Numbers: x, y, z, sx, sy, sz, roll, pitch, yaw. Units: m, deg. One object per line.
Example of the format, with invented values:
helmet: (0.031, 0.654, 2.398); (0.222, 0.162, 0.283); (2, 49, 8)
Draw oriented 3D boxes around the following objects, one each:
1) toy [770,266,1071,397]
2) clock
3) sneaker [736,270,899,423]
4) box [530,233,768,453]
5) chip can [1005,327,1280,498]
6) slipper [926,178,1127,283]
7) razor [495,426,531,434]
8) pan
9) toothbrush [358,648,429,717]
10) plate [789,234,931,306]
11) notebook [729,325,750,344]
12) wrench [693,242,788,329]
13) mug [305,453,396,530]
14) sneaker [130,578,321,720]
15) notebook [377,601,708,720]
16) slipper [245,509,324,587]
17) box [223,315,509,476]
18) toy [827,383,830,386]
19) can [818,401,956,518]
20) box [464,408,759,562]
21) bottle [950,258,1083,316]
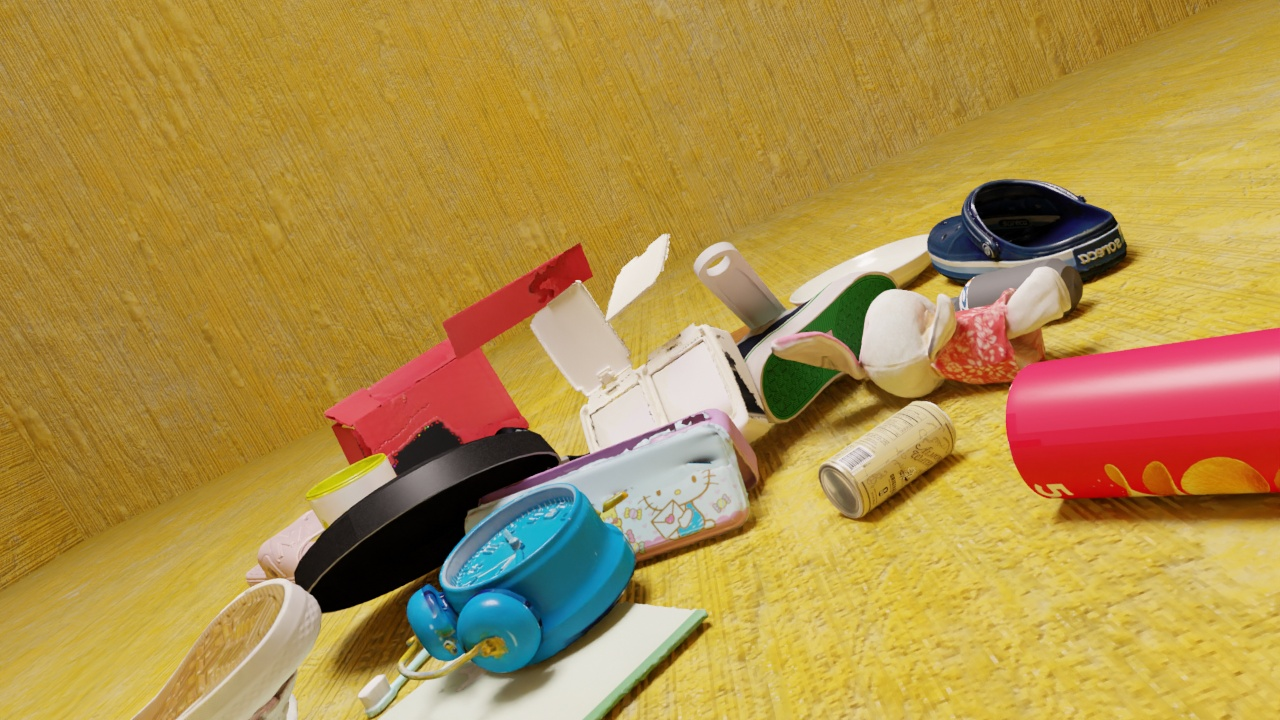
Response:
toy: (0.207, -0.016, 0.663); (0.158, 0.084, 0.195); (3, -13, -41)
clock: (-0.076, 0.138, 0.553); (0.117, 0.060, 0.161); (-13, 23, 45)
sneaker: (0.143, -0.017, 0.786); (0.079, 0.084, 0.234); (-1, 21, 47)
box: (-0.005, 0.004, 0.714); (0.144, 0.191, 0.068); (-36, -29, 26)
chip can: (0.263, 0.019, 0.364); (0.069, 0.069, 0.221); (-33, 11, -36)
slipper: (0.353, -0.126, 0.856); (0.105, 0.095, 0.253); (-29, 13, -3)
razor: (-0.140, 0.102, 1.070); (0.067, 0.054, 0.151); (2, -2, -6)
pan: (-0.117, 0.107, 0.771); (0.355, 0.034, 0.226); (-23, -19, -35)
toothbrush: (-0.139, 0.190, 0.657); (0.016, 0.016, 0.180); (-22, 9, 30)
plate: (0.266, -0.095, 1.078); (0.182, 0.034, 0.182); (-25, 9, 4)
notebook: (0.111, -0.006, 1.065); (0.178, 0.014, 0.249); (-27, 9, -9)
wrench: (0.117, -0.047, 0.798); (0.087, 0.018, 0.273); (-37, -29, 10)
mug: (-0.260, 0.155, 0.885); (0.082, 0.106, 0.082); (-25, 9, 4)
sneaker: (-0.248, 0.223, 0.553); (0.242, 0.088, 0.118); (-43, 24, 27)
notebook: (-0.100, 0.204, 0.489); (0.251, 0.010, 0.182); (-33, 12, -37)
slipper: (-0.380, 0.211, 1.031); (0.240, 0.064, 0.094); (-19, 11, 41)
box: (-0.363, 0.065, 1.226); (0.326, 0.153, 0.213); (13, 36, 33)
toy: (0.109, 0.030, 0.828); (0.105, 0.033, 0.085); (-26, 18, -20)
can: (0.148, 0.058, 0.547); (0.079, 0.038, 0.038); (-29, 10, -21)
box: (-0.024, 0.102, 0.653); (0.214, 0.077, 0.096); (-22, 11, 19)
bottle: (0.291, -0.050, 0.729); (0.046, 0.047, 0.113); (-32, 11, -33)
